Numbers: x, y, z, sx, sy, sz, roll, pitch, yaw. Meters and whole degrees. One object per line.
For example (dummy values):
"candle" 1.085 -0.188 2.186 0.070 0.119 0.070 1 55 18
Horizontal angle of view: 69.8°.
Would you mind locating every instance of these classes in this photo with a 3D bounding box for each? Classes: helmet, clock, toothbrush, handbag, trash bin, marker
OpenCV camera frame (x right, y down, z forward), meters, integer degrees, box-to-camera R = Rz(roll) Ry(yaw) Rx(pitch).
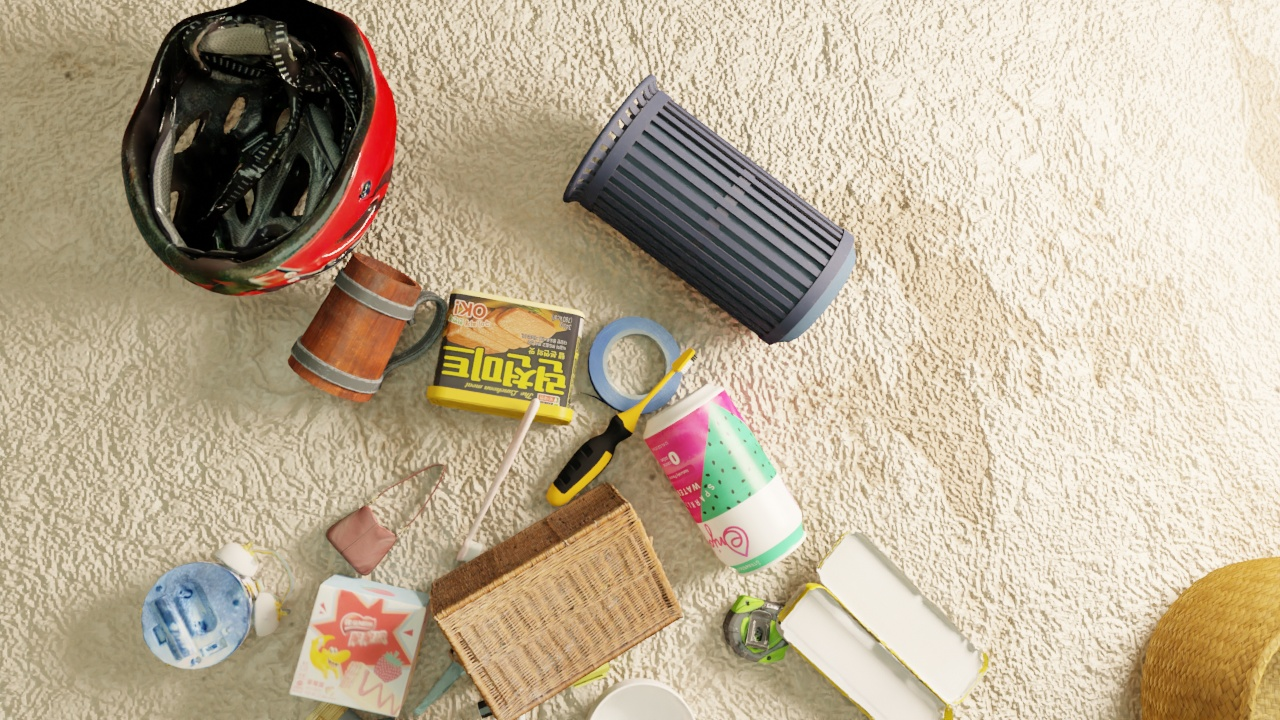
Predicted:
"helmet" -0.315 -0.176 0.786 0.217 0.167 0.271 6 73 9
"clock" -0.366 0.212 0.799 0.125 0.052 0.089 -27 87 -9
"toothbrush" -0.018 0.062 0.858 0.197 0.031 0.031 -47 132 2
"handbag" -0.225 0.137 0.841 0.119 0.029 0.055 -43 89 -14
"trash bin" 0.069 -0.131 0.850 0.249 0.139 0.139 36 81 -4
"marker" -0.088 0.300 0.842 0.123 0.017 0.021 -19 86 -8
"toothbrush" -0.125 0.110 0.820 0.018 0.015 0.181 23 110 -10

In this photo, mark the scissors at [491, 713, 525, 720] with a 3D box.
"scissors" -0.147 0.349 0.822 0.125 0.011 0.128 28 95 3

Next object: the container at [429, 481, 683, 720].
"container" -0.074 0.206 0.798 0.198 0.114 0.113 -28 97 -11

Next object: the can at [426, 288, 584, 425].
"can" -0.121 -0.002 0.844 0.130 0.072 0.101 10 80 -6

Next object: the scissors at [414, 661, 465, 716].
"scissors" -0.158 0.271 0.839 0.056 0.015 0.136 44 76 -3

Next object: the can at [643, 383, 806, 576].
"can" 0.078 0.109 0.848 0.088 0.088 0.166 -32 89 -10

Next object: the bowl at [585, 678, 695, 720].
"bowl" -0.002 0.340 0.831 0.105 0.054 0.105 1 82 -8

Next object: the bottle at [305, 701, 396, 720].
"bottle" -0.222 0.356 0.800 0.161 0.046 0.072 44 99 1

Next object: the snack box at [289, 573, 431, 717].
"snack box" -0.239 0.245 0.797 0.093 0.079 0.094 15 81 -6

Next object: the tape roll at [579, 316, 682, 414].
"tape roll" -0.005 0.005 0.885 0.091 0.016 0.093 19 82 -5

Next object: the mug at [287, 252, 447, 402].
"mug" -0.238 -0.026 0.826 0.117 0.081 0.111 23 100 -47

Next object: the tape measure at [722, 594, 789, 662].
"tape measure" 0.112 0.254 0.863 0.065 0.036 0.058 12 83 -6

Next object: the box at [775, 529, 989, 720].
"box" 0.233 0.269 0.870 0.209 0.023 0.127 44 74 -10

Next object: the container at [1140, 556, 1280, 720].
"container" 0.640 0.328 0.843 0.307 0.197 0.306 1 84 -6
